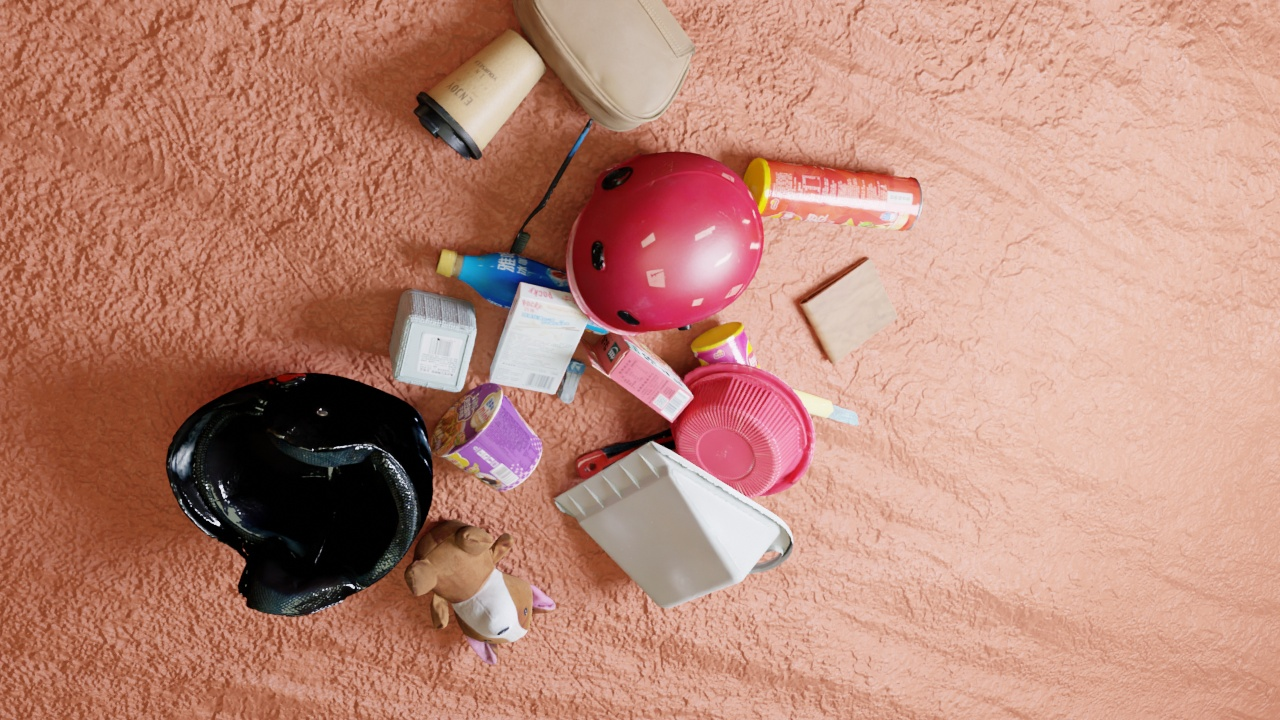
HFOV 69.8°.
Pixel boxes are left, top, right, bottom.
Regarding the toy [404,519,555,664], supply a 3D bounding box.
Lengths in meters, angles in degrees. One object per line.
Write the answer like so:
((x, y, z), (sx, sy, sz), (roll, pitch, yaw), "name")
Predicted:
((-0.201, 0.294, 1.164), (0.140, 0.130, 0.200), (-34, 121, -8), "toy")

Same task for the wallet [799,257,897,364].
((0.278, -0.066, 1.217), (0.115, 0.020, 0.101), (-35, 113, -4), "wallet")

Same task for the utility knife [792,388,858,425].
((0.213, 0.056, 1.238), (0.196, 0.020, 0.031), (17, 104, -11), "utility knife")

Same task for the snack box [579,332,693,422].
((-0.007, 0.007, 1.118), (0.127, 0.113, 0.044), (37, 98, -21), "snack box")

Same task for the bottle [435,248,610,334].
((-0.132, -0.087, 1.085), (0.218, 0.065, 0.065), (15, 103, -17), "bottle")

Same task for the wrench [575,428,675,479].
((0.047, 0.107, 1.215), (0.273, 0.016, 0.056), (-13, 105, -10), "wrench")

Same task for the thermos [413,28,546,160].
((-0.174, -0.289, 1.001), (0.143, 0.093, 0.093), (-46, 112, -4), "thermos")

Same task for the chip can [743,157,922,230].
((0.237, -0.204, 1.134), (0.216, 0.073, 0.073), (3, 106, -14), "chip can")

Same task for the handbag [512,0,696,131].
((-0.039, -0.358, 1.005), (0.147, 0.100, 0.204), (-46, 112, -16), "handbag")

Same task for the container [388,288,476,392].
((-0.238, -0.020, 1.053), (0.090, 0.111, 0.090), (12, 104, -17), "container")

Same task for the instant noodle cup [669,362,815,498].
((0.114, 0.101, 1.133), (0.194, 0.065, 0.194), (12, 121, 21), "instant noodle cup")

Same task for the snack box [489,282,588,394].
((-0.121, -0.022, 1.085), (0.084, 0.026, 0.157), (12, 136, -16), "snack box")

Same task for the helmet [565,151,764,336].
((0.044, -0.132, 1.033), (0.239, 0.144, 0.207), (-40, 115, -33), "helmet")

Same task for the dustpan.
((0.063, 0.208, 1.184), (0.258, 0.142, 0.223), (53, 134, -3), "dustpan")

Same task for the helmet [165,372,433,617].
((-0.360, 0.127, 1.011), (0.275, 0.229, 0.234), (18, 110, 4), "helmet")

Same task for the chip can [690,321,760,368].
((0.140, 0.058, 1.180), (0.071, 0.071, 0.210), (-28, 105, -4), "chip can")

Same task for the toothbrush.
((-0.102, -0.197, 1.057), (0.016, 0.014, 0.190), (26, 116, -20), "toothbrush")

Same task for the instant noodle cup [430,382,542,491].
((-0.180, 0.098, 1.114), (0.111, 0.111, 0.099), (-42, 121, 1), "instant noodle cup")

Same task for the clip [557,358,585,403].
((-0.088, 0.026, 1.157), (0.026, 0.038, 0.058), (13, 102, -19), "clip")
